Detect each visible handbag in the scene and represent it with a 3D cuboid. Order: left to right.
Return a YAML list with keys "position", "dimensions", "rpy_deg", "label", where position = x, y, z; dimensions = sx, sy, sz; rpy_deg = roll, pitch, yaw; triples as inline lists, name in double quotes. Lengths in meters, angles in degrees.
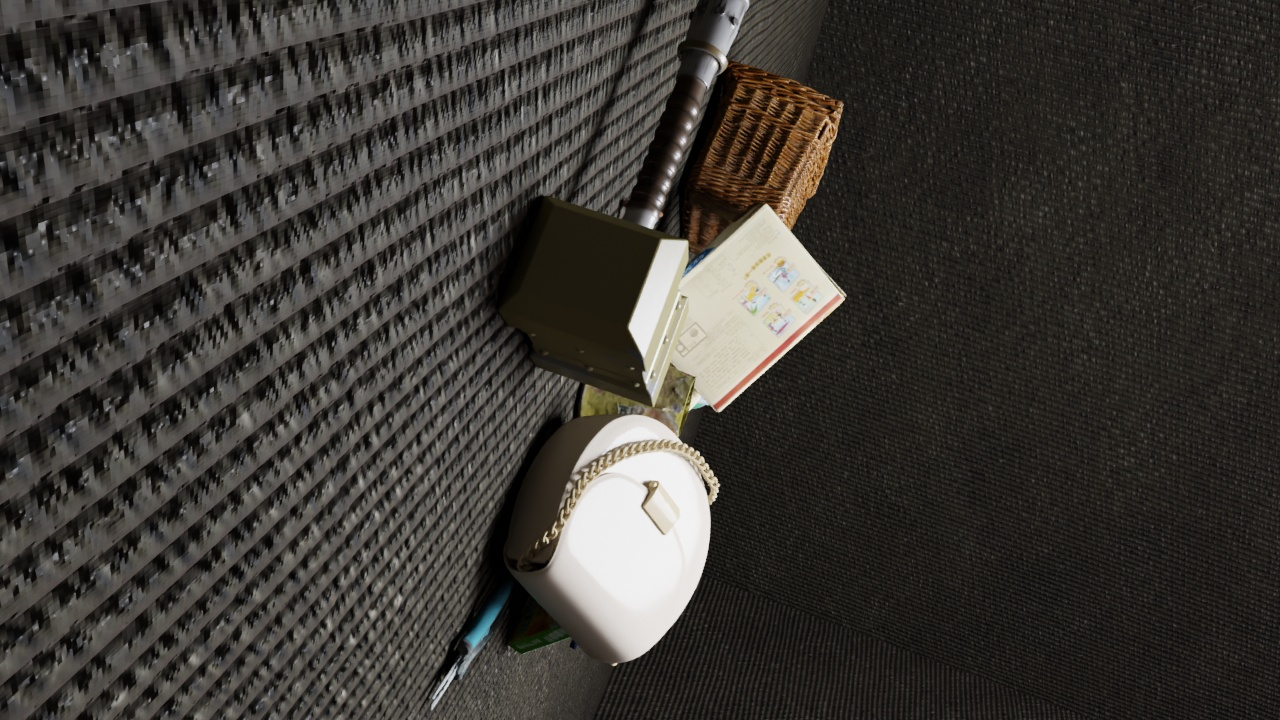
- position: [-0.027, 0.161, 0.881]
  dimensions: [0.211, 0.104, 0.208]
  rpy_deg: [55, 50, -30]
  label: "handbag"

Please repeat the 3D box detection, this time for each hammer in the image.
- position: [0.015, -0.146, 0.689]
  dimensions: [0.190, 0.101, 0.324]
  rpy_deg: [77, 33, -76]
  label: "hammer"

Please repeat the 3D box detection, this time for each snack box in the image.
- position: [-0.073, 0.247, 1.009]
  dimensions: [0.168, 0.027, 0.131]
  rpy_deg: [-35, -158, 46]
  label: "snack box"
- position: [0.115, -0.064, 1.095]
  dimensions: [0.207, 0.153, 0.055]
  rpy_deg: [-42, -167, 2]
  label: "snack box"

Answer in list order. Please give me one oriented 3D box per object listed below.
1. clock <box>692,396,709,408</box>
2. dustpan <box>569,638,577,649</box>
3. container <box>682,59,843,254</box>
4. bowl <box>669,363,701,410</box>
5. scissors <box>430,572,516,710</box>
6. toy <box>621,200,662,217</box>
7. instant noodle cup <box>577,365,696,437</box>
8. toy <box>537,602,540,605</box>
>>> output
- position: [0.054, -0.016, 1.258]
  dimensions: [0.122, 0.075, 0.161]
  rpy_deg: [-13, -108, 51]
  label: "clock"
- position: [-0.049, 0.251, 1.202]
  dimensions: [0.272, 0.080, 0.237]
  rpy_deg: [-50, 163, -43]
  label: "dustpan"
- position: [0.147, -0.238, 1.226]
  dimensions: [0.250, 0.162, 0.183]
  rpy_deg: [82, 33, -74]
  label: "container"
- position: [0.020, 0.009, 1.170]
  dimensions: [0.074, 0.118, 0.118]
  rpy_deg: [15, 96, -40]
  label: "bowl"
- position: [-0.145, 0.241, 0.807]
  dimensions: [0.149, 0.019, 0.122]
  rpy_deg: [-62, 173, -21]
  label: "scissors"
- position: [-0.013, -0.093, 0.858]
  dimensions: [0.054, 0.041, 0.102]
  rpy_deg: [-100, -151, -55]
  label: "toy"
- position: [-0.002, 0.035, 0.982]
  dimensions: [0.102, 0.108, 0.102]
  rpy_deg: [18, 89, -82]
  label: "instant noodle cup"
- position: [-0.083, 0.182, 0.965]
  dimensions: [0.124, 0.096, 0.131]
  rpy_deg: [-50, -158, 38]
  label: "toy"
